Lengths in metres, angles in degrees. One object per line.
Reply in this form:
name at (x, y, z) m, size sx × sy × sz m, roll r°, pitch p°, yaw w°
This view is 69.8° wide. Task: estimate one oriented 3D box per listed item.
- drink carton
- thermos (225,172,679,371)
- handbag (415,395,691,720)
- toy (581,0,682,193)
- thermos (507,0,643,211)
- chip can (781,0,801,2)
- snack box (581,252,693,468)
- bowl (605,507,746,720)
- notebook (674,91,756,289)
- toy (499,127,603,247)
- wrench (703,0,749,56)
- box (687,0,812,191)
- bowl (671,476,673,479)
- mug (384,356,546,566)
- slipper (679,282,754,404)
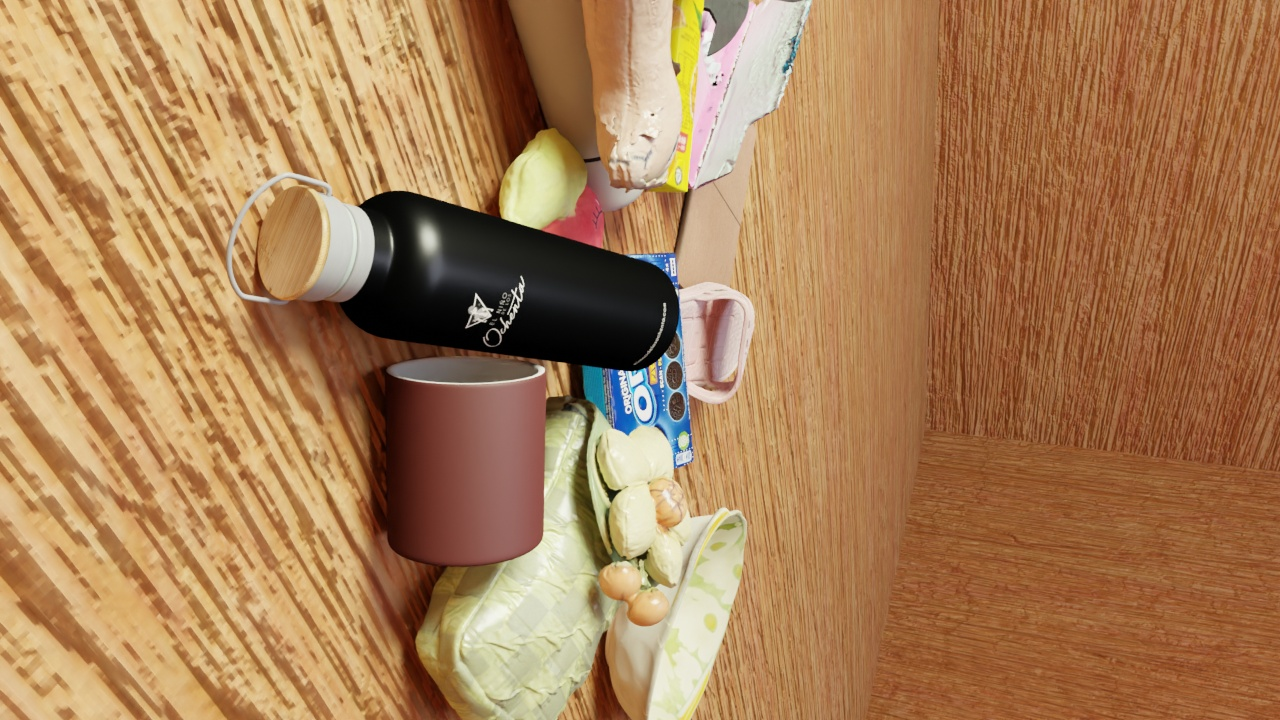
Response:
drink carton at (0.005, -0.180, 0.603) m, size 0.042 × 0.059 × 0.134 m, roll -4°, pitch 100°, yaw -65°
thermos at (-0.072, -0.035, 0.410) m, size 0.231 × 0.061 × 0.061 m, roll 9°, pitch 87°, yaw -53°
handbag at (-0.033, 0.114, 0.500) m, size 0.113 × 0.117 × 0.185 m, roll 55°, pitch 47°, yaw -33°
toy at (0.000, -0.219, 0.441) m, size 0.195 × 0.065 × 0.265 m, roll -74°, pitch 163°, yaw -46°
thermos at (-0.041, -0.181, 0.499) m, size 0.224 × 0.052 × 0.052 m, roll 73°, pitch 31°, yaw -43°
chip can at (0.044, -0.252, 0.509) m, size 0.223 × 0.075 × 0.075 m, roll -119°, pitch -163°, yaw -57°
snack box at (-0.004, 0.004, 0.614) m, size 0.082 × 0.027 × 0.150 m, roll -13°, pitch 99°, yaw -51°
bowl at (0.023, 0.200, 0.722) m, size 0.187 × 0.060 × 0.220 m, roll -48°, pitch 147°, yaw -48°
notebook at (0.070, -0.148, 0.836) m, size 0.141 × 0.008 × 0.209 m, roll 36°, pitch 62°, yaw -65°
toy at (-0.048, -0.063, 0.522) m, size 0.091 × 0.045 × 0.135 m, roll -54°, pitch 146°, yaw -44°
wrench at (0.034, -0.353, 0.635) m, size 0.018 × 0.073 × 0.273 m, roll -86°, pitch 170°, yaw -78°
box at (0.080, -0.242, 0.719) m, size 0.085 × 0.097 × 0.229 m, roll 63°, pitch 39°, yaw -53°
bowl at (0.006, 0.101, 0.720) m, size 0.114 × 0.026 × 0.102 m, roll 15°, pitch 81°, yaw -68°
mug at (-0.082, 0.042, 0.446) m, size 0.105 × 0.073 × 0.082 m, roll -108°, pitch -161°, yaw -80°
slipper at (0.056, -0.014, 0.753) m, size 0.238 × 0.064 × 0.094 m, roll -7°, pitch 110°, yaw -65°
